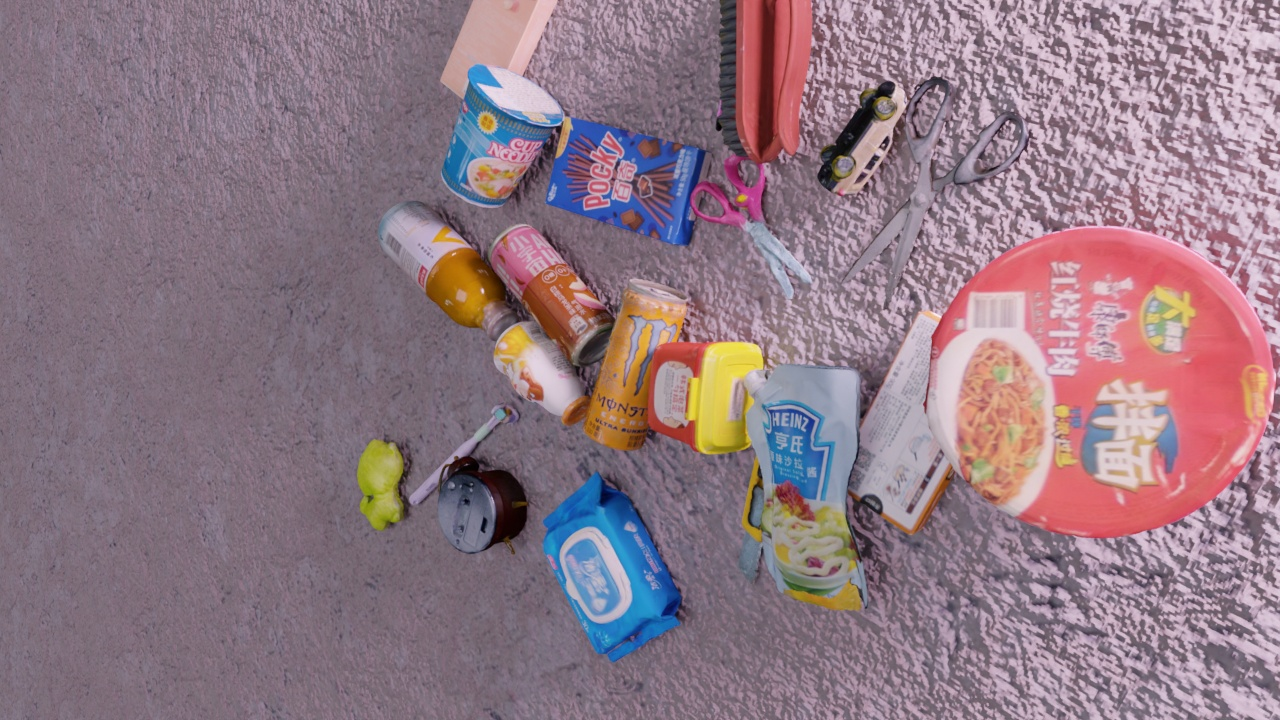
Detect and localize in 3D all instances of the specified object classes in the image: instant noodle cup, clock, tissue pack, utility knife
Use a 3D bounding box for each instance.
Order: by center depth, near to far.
[{"bbox_3d":[0.285,0.012,0.590,0.194,0.065,0.194,2,96,20],"label":"instant noodle cup"},{"bbox_3d":[0.107,0.097,0.766,0.033,0.015,0.193,18,103,36],"label":"utility knife"},{"bbox_3d":[-0.032,0.190,0.846,0.095,0.052,0.157,-40,70,29],"label":"tissue pack"},{"bbox_3d":[-0.140,-0.211,0.886,0.099,0.099,0.110,49,126,23],"label":"instant noodle cup"},{"bbox_3d":[-0.170,0.146,0.939,0.122,0.055,0.082,24,106,33],"label":"clock"}]

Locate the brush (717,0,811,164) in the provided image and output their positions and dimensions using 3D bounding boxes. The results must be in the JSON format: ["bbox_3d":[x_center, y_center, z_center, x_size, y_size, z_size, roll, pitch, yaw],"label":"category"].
[{"bbox_3d":[0.101,-0.230,0.727,0.069,0.063,0.146,7,97,48],"label":"brush"}]

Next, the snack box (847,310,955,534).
[{"bbox_3d":[0.209,0.046,0.685,0.075,0.026,0.154,33,110,30],"label":"snack box"}]

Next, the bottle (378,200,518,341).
[{"bbox_3d":[-0.195,-0.090,0.938,0.189,0.067,0.068,43,115,26],"label":"bottle"}]

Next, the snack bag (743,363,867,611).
[{"bbox_3d":[0.129,0.094,0.712,0.110,0.038,0.191,10,111,57],"label":"snack bag"}]

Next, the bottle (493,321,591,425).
[{"bbox_3d":[-0.090,0.013,0.872,0.108,0.063,0.063,46,116,25],"label":"bottle"}]

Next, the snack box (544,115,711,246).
[{"bbox_3d":[-0.015,-0.165,0.834,0.157,0.026,0.084,22,105,32],"label":"snack box"}]

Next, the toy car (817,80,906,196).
[{"bbox_3d":[0.170,-0.168,0.695,0.091,0.035,0.042,-59,19,22],"label":"toy car"}]

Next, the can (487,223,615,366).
[{"bbox_3d":[-0.082,-0.063,0.867,0.147,0.057,0.058,49,117,23],"label":"can"}]

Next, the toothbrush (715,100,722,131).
[{"bbox_3d":[0.083,-0.288,0.769,0.018,0.014,0.189,22,105,43],"label":"toothbrush"}]

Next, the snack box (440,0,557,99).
[{"bbox_3d":[-0.139,-0.329,0.914,0.084,0.026,0.157,42,114,27],"label":"snack box"}]

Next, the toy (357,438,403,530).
[{"bbox_3d":[-0.296,0.139,1.043,0.097,0.031,0.100,-31,75,34],"label":"toy"}]

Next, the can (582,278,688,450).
[{"bbox_3d":[-0.005,0.005,0.815,0.058,0.058,0.146,26,107,32],"label":"can"}]

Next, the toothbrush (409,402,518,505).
[{"bbox_3d":[-0.193,0.104,0.977,0.190,0.029,0.021,-42,29,31],"label":"toothbrush"}]

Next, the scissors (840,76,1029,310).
[{"bbox_3d":[0.213,-0.126,0.684,0.171,0.014,0.159,-13,85,36],"label":"scissors"}]

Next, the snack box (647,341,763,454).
[{"bbox_3d":[0.051,0.027,0.766,0.080,0.081,0.091,11,98,44],"label":"snack box"}]

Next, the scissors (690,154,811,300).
[{"bbox_3d":[0.089,-0.104,0.764,0.077,0.017,0.137,-26,79,15],"label":"scissors"}]
